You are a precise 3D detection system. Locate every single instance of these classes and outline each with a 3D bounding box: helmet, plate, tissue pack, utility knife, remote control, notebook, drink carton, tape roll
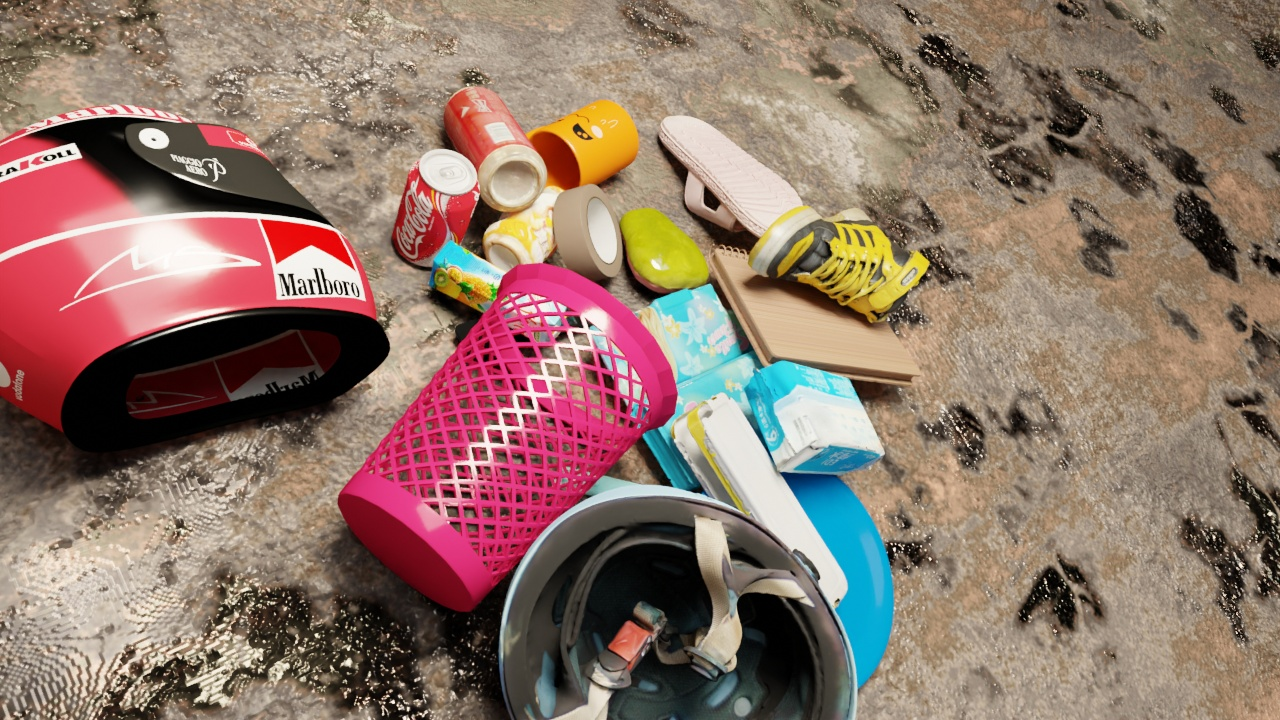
[{"bbox_3d":[0.026,0.206,0.665,0.225,0.167,0.265,-43,95,-3],"label":"helmet"},{"bbox_3d":[-0.346,-0.070,0.659,0.270,0.198,0.224,-15,67,-42],"label":"helmet"},{"bbox_3d":[0.133,0.191,0.822,0.224,0.024,0.224,13,62,-26],"label":"plate"},{"bbox_3d":[0.160,0.058,0.844,0.144,0.062,0.092,11,48,-44],"label":"tissue pack"},{"bbox_3d":[-0.020,0.115,0.814,0.120,0.015,0.022,15,63,-19],"label":"utility knife"},{"bbox_3d":[-0.103,-0.032,0.867,0.151,0.020,0.041,-19,67,-35],"label":"remote control"},{"bbox_3d":[0.184,-0.050,0.978,0.210,0.022,0.169,7,43,-33],"label":"notebook"},{"bbox_3d":[-0.127,-0.060,0.832,0.129,0.044,0.038,28,49,0],"label":"drink carton"},{"bbox_3d":[-0.051,-0.125,0.910,0.093,0.030,0.093,-10,90,-68],"label":"tape roll"}]

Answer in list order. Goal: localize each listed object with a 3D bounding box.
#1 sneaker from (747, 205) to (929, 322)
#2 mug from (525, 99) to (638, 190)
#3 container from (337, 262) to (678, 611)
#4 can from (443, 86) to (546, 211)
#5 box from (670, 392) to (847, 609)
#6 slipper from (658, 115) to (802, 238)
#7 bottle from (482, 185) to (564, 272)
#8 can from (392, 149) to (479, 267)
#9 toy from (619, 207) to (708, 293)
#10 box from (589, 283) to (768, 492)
[{"bbox_3d":[0.212,-0.096,0.956,0.122,0.086,0.237,45,34,21],"label":"sneaker"},{"bbox_3d":[-0.075,-0.230,0.984,0.113,0.078,0.095,23,44,30],"label":"mug"},{"bbox_3d":[-0.108,0.066,0.713,0.183,0.184,0.225,39,58,1],"label":"container"},{"bbox_3d":[-0.146,-0.211,0.899,0.067,0.067,0.170,-1,37,-27],"label":"can"},{"bbox_3d":[0.103,0.128,0.800,0.065,0.045,0.210,-28,83,-50],"label":"box"},{"bbox_3d":[0.097,-0.197,1.047,0.094,0.065,0.239,-11,47,-32],"label":"slipper"},{"bbox_3d":[-0.107,-0.129,0.901,0.063,0.063,0.108,35,50,-2],"label":"bottle"},{"bbox_3d":[-0.187,-0.138,0.838,0.064,0.105,0.064,13,55,-19],"label":"can"},{"bbox_3d":[0.021,-0.117,0.963,0.089,0.051,0.110,-10,62,-34],"label":"toy"},{"bbox_3d":[0.075,0.010,0.898,0.226,0.039,0.182,-23,78,-40],"label":"box"}]
